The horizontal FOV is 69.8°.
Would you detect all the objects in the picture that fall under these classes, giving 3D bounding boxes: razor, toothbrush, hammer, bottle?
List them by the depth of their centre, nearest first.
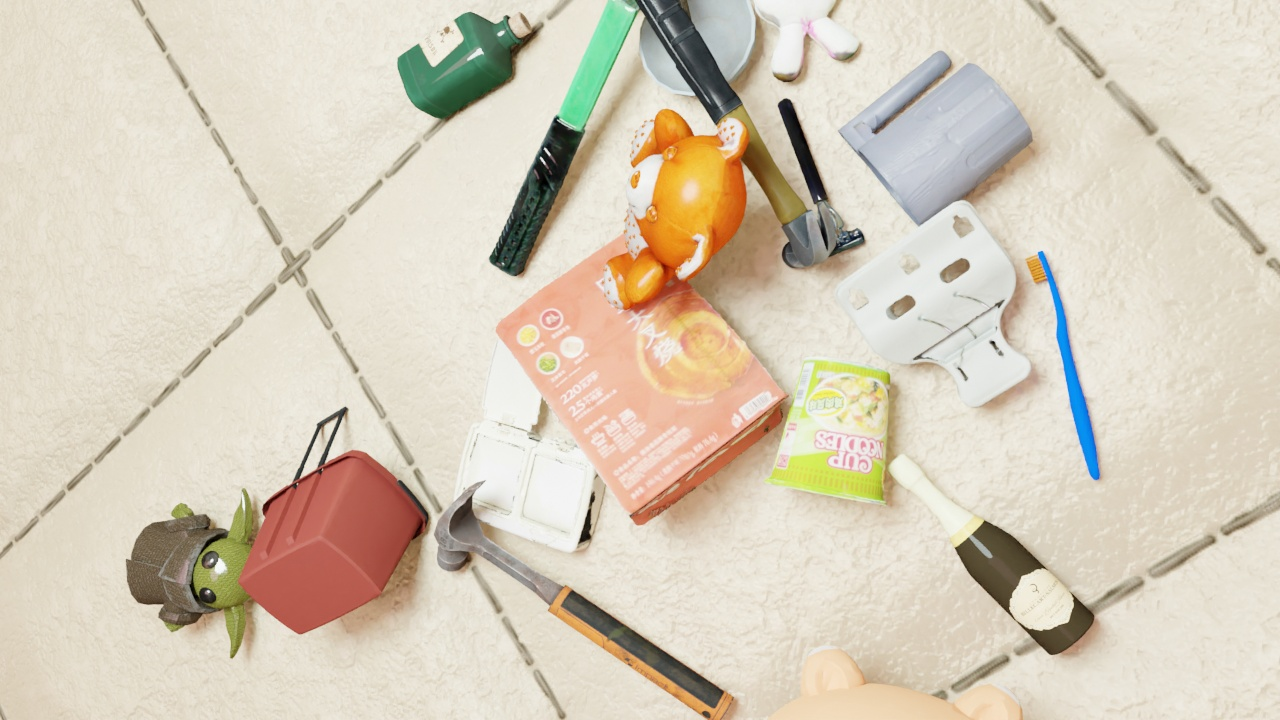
[{"bbox_3d":[0.329,0.003,0.714,0.018,0.016,0.182,-14,84,26],"label":"toothbrush"},{"bbox_3d":[0.267,0.145,0.721,0.184,0.045,0.045,47,105,16],"label":"bottle"},{"bbox_3d":[0.055,-0.217,0.723,0.025,0.118,0.333,-34,95,-3],"label":"hammer"},{"bbox_3d":[0.146,-0.159,0.785,0.043,0.022,0.144,-22,81,19],"label":"razor"},{"bbox_3d":[-0.061,-0.214,0.822,0.130,0.032,0.320,30,117,0],"label":"hammer"},{"bbox_3d":[-0.054,0.221,0.832,0.314,0.034,0.138,30,137,13],"label":"hammer"},{"bbox_3d":[-0.165,-0.295,0.890,0.131,0.061,0.061,-25,78,20],"label":"bottle"}]

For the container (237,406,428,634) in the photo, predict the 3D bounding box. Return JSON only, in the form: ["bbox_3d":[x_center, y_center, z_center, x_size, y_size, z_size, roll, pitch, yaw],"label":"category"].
[{"bbox_3d":[-0.301,0.155,0.923,0.148,0.200,0.127,-29,116,19],"label":"container"}]

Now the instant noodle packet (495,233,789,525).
[{"bbox_3d":[-0.005,0.005,0.788,0.164,0.084,0.221,-37,74,-5],"label":"instant noodle packet"}]

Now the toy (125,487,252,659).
[{"bbox_3d":[-0.489,0.228,1.004,0.153,0.078,0.179,2,87,21],"label":"toy"}]

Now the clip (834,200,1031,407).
[{"bbox_3d":[0.247,-0.036,0.734,0.126,0.095,0.152,-37,98,21],"label":"clip"}]

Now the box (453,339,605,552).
[{"bbox_3d":[-0.101,0.078,0.868,0.144,0.050,0.184,14,96,21],"label":"box"}]

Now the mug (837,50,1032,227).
[{"bbox_3d":[0.230,-0.181,0.729,0.104,0.083,0.123,-39,49,16],"label":"mug"}]

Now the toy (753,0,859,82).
[{"bbox_3d":[0.136,-0.303,0.778,0.079,0.038,0.122,-14,96,0],"label":"toy"}]

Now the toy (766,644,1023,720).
[{"bbox_3d":[0.171,0.357,0.644,0.263,0.265,0.280,8,77,19],"label":"toy"}]

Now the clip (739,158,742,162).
[{"bbox_3d":[0.077,-0.170,0.818,0.024,0.041,0.060,32,82,19],"label":"clip"}]

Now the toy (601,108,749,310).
[{"bbox_3d":[0.022,-0.120,0.722,0.092,0.173,0.163,16,85,-18],"label":"toy"}]

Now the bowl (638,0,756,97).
[{"bbox_3d":[0.055,-0.283,0.814,0.106,0.039,0.106,0,89,22],"label":"bowl"}]

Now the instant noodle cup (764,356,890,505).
[{"bbox_3d":[0.158,0.056,0.744,0.099,0.099,0.108,9,85,22],"label":"instant noodle cup"}]
